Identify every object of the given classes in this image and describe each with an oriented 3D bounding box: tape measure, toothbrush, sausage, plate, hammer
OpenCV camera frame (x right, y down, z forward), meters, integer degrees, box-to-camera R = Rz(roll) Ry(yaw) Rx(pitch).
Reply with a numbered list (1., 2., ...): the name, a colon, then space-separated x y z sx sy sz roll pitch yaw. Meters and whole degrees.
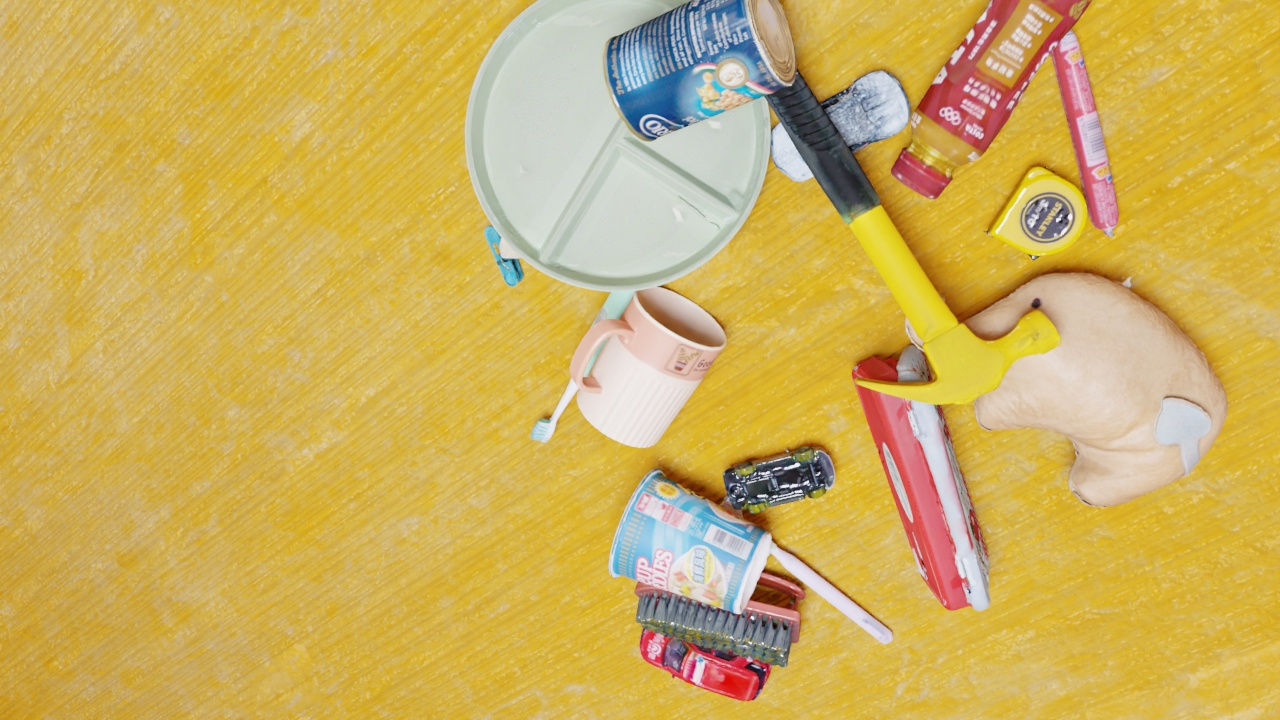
1. tape measure: 0.286 -0.104 0.654 0.057 0.028 0.060 30 112 5
2. toothbrush: -0.033 -0.018 0.768 0.027 0.026 0.225 14 118 -36
3. sausage: 0.308 -0.160 0.636 0.020 0.020 0.156 -15 102 19
4. plate: -0.017 -0.167 0.693 0.230 0.027 0.230 0 97 4
5. hammer: 0.153 -0.103 0.636 0.129 0.032 0.300 -32 84 13
6. toothbrush: 0.141 0.182 0.788 0.189 0.021 0.029 39 111 -1

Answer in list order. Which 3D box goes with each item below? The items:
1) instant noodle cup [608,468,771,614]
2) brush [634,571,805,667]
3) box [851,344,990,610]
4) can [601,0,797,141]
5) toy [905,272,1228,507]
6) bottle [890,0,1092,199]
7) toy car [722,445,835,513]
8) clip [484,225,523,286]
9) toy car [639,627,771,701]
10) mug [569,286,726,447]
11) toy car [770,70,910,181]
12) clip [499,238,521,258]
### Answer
1. instant noodle cup: 0.045 0.152 0.751 0.110 0.099 0.099 20 111 19
2. brush: 0.066 0.211 0.793 0.146 0.069 0.063 10 148 15
3. box: 0.228 0.089 0.700 0.068 0.090 0.201 -20 101 3
4. can: 0.041 -0.200 0.612 0.111 0.075 0.075 -14 103 31
5. toy: 0.302 0.002 0.656 0.226 0.082 0.143 37 100 4
6. bottle: 0.235 -0.193 0.621 0.057 0.057 0.175 32 117 4
7. toy car: 0.115 0.096 0.759 0.090 0.035 0.042 -16 104 17
8. clip: -0.114 -0.089 0.770 0.014 0.041 0.056 -15 106 21
9. toy car: 0.057 0.266 0.824 0.120 0.045 0.053 17 109 11
10. mug: -0.004 0.004 0.724 0.081 0.114 0.106 52 121 37
11. toy car: 0.143 -0.170 0.671 0.106 0.031 0.049 -26 97 22
12. clip: -0.060 -0.096 0.748 0.098 0.064 0.034 1 108 7
